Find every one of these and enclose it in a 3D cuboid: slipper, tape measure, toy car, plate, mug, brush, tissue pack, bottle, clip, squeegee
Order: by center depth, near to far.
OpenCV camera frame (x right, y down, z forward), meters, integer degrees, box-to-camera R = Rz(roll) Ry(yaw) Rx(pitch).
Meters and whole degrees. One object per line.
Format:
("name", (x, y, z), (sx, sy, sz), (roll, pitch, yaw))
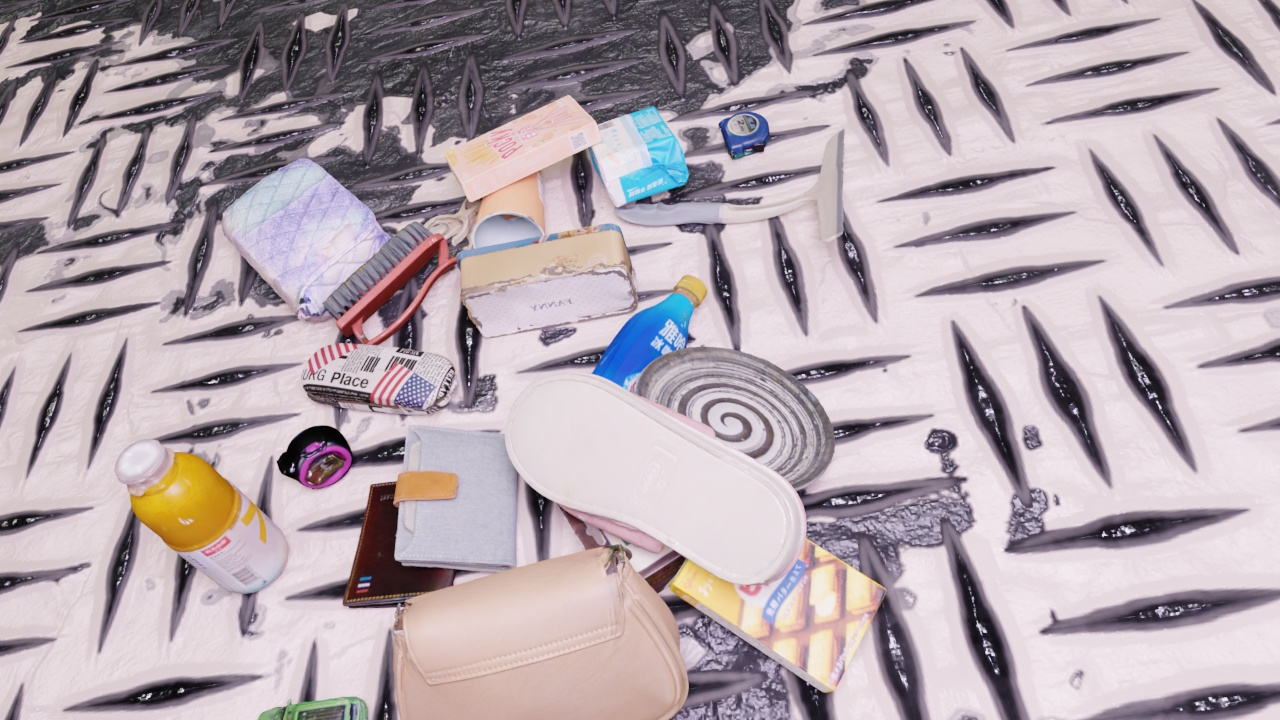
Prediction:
("slipper", (0.006, 0.086, 0.700), (0.275, 0.054, 0.114), (20, 93, 34))
("toy car", (-0.259, 0.285, 0.713), (0.091, 0.036, 0.043), (-13, 53, 7))
("bottle", (-0.358, 0.128, 0.752), (0.068, 0.190, 0.067), (-5, 53, 7))
("plate", (0.080, 0.053, 0.789), (0.179, 0.024, 0.179), (9, 40, -8))
("bottle", (-0.005, 0.005, 0.846), (0.065, 0.065, 0.218), (23, 62, 26))
("tape measure", (-0.297, 0.091, 0.851), (0.058, 0.057, 0.039), (-45, 53, -1))
("brush", (-0.257, -0.079, 0.962), (0.069, 0.063, 0.145), (44, 77, -3))
("squeegee", (0.092, -0.161, 0.967), (0.247, 0.039, 0.245), (-5, 34, 16))
("mug", (-0.139, -0.170, 1.003), (0.078, 0.078, 0.122), (-7, 48, 7))
("tissue pack", (-0.006, -0.223, 1.006), (0.090, 0.063, 0.140), (-19, 34, -2))
("clip", (-0.193, -0.147, 1.022), (0.103, 0.035, 0.092), (-37, 51, -25))
("tape measure", (0.119, -0.255, 1.039), (0.054, 0.025, 0.058), (-14, 56, 0))

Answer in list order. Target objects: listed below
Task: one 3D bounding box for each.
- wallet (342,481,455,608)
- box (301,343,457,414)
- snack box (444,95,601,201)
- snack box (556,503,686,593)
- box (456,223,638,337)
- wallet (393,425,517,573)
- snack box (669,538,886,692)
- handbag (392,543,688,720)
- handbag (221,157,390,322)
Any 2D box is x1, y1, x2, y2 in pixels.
("wallet", (-0.203, 0.158, 0.807), (0.096, 0.020, 0.122), (-5, 51, 9))
("box", (-0.259, 0.021, 0.910), (0.164, 0.057, 0.070), (7, 73, 18))
("snack box", (-0.128, -0.230, 0.990), (0.157, 0.026, 0.084), (-27, 42, -8))
("snack box", (0.007, 0.125, 0.763), (0.125, 0.053, 0.113), (-30, 54, -10))
("box", (-0.097, -0.076, 0.913), (0.184, 0.090, 0.059), (-7, 59, 5))
("wallet", (-0.158, 0.116, 0.795), (0.106, 0.037, 0.129), (8, 52, -16))
("snack box", (0.103, 0.173, 0.691), (0.140, 0.034, 0.086), (31, 68, 11))
("handbag", (-0.074, 0.211, 0.663), (0.204, 0.148, 0.099), (-15, 23, -1))
("handbag", (-0.370, -0.136, 1.026), (0.134, 0.076, 0.194), (-42, 55, -13))
